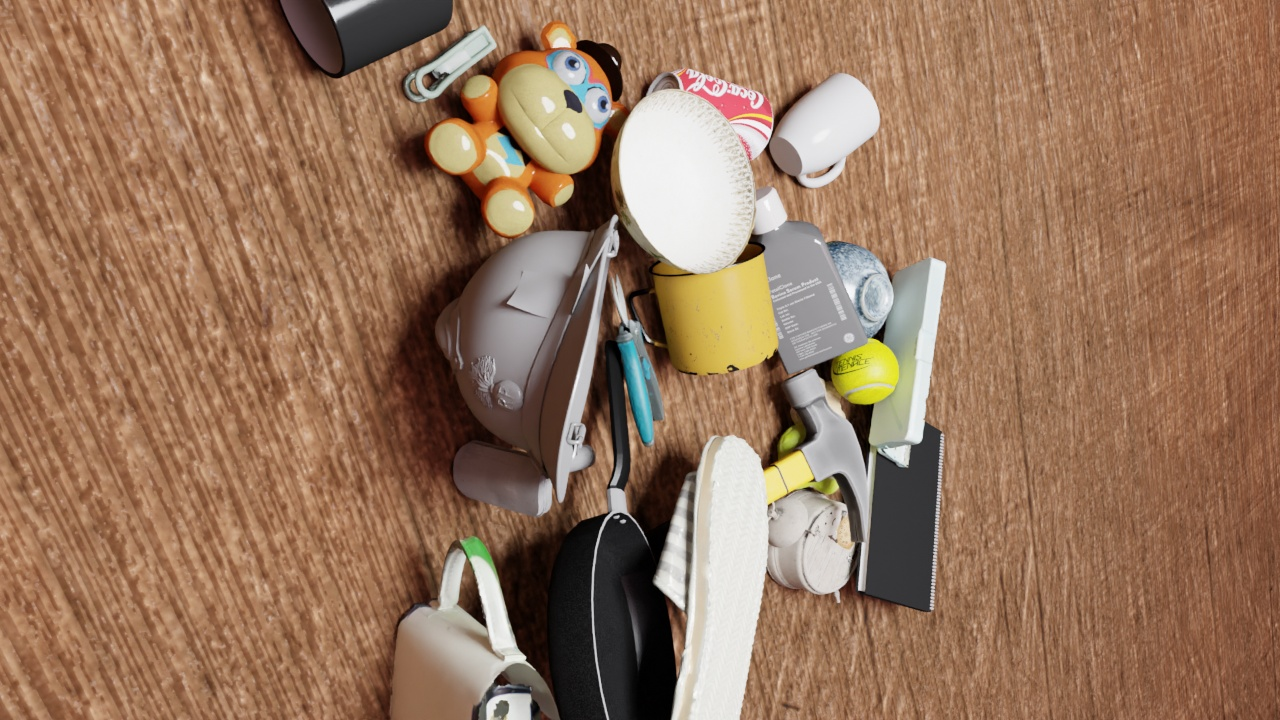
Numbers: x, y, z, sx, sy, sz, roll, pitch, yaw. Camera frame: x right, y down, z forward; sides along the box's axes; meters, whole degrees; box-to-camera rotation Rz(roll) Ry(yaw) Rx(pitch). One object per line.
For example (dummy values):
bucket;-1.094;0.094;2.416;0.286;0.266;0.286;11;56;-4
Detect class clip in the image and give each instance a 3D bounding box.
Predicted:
clip;-0.141;-0.217;0.675;0.075;0.043;0.023;-47;118;-23

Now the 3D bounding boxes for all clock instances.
clock;0.169;0.179;0.927;0.157;0.061;0.103;37;74;-35

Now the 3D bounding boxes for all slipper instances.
slipper;0.058;0.196;0.763;0.114;0.054;0.272;29;61;-45

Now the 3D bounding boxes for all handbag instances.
handbag;-0.118;0.215;0.669;0.073;0.151;0.176;1;94;-36

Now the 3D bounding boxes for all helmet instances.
helmet;-0.088;-0.017;0.659;0.118;0.270;0.184;11;117;-1

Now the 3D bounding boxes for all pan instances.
pan;-0.023;0.149;0.724;0.204;0.044;0.355;51;30;-62

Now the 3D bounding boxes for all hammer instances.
hammer;0.073;0.145;0.839;0.323;0.034;0.170;-25;89;-21

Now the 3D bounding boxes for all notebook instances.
notebook;0.286;0.159;0.998;0.149;0.016;0.206;25;67;-42

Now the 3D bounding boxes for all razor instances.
razor;-0.078;0.086;0.740;0.116;0.088;0.047;-8;104;-55

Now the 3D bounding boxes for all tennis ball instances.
tennis ball;0.223;0.011;0.914;0.065;0.065;0.065;-5;99;-35

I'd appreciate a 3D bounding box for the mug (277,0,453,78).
mug;-0.193;-0.256;0.609;0.087;0.078;0.113;-37;90;-27

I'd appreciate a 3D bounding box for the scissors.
scissors;-0.002;0.007;0.788;0.156;0.019;0.124;59;25;-54

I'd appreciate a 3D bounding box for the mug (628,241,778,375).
mug;0.055;-0.043;0.803;0.124;0.100;0.094;-10;108;7

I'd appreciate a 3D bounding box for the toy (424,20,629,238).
toy;-0.079;-0.178;0.691;0.112;0.096;0.175;48;57;-22

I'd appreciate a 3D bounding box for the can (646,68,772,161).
can;0.060;-0.212;0.797;0.104;0.064;0.064;5;93;-36

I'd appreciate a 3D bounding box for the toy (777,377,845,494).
toy;0.180;0.076;0.933;0.092;0.043;0.117;13;86;-33

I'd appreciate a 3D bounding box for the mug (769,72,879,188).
mug;0.173;-0.207;0.887;0.089;0.071;0.107;-39;145;-16

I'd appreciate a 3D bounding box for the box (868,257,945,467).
box;0.286;0.004;0.960;0.126;0.074;0.197;37;61;-55

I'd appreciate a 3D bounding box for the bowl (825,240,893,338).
bowl;0.220;-0.064;0.935;0.114;0.061;0.114;-6;100;-36

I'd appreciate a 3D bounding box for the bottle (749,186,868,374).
bottle;0.142;-0.079;0.861;0.084;0.046;0.174;-23;114;14

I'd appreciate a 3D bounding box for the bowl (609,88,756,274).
bowl;0.022;-0.137;0.738;0.145;0.063;0.145;4;83;-39
